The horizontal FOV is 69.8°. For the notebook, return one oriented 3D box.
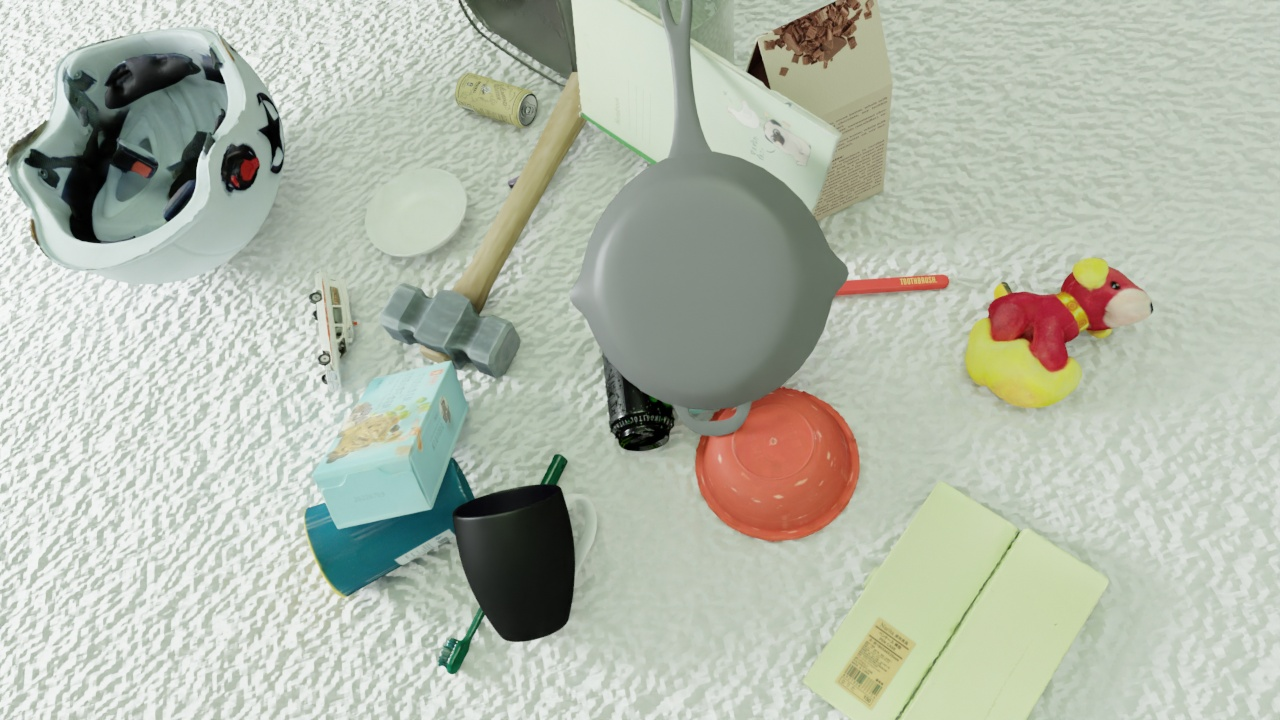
[{"bbox_3d":[0.043,-0.196,0.762,0.252,0.182,0.010,36,72,14],"label":"notebook"}]

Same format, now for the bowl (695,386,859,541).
[{"bbox_3d":[0.105,0.072,0.714,0.130,0.045,0.130,-5,62,9],"label":"bowl"}]

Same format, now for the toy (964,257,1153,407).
[{"bbox_3d":[0.316,-0.026,0.717,0.137,0.067,0.105,-38,59,6],"label":"toy"}]

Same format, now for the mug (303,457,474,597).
[{"bbox_3d":[-0.195,0.129,0.736,0.121,0.078,0.078,-24,61,-6],"label":"mug"}]

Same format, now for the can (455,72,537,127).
[{"bbox_3d":[-0.148,-0.268,0.945,0.079,0.038,0.038,22,70,21],"label":"can"}]

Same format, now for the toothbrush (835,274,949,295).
[{"bbox_3d":[0.154,-0.064,0.781,0.212,0.018,0.012,-3,58,7],"label":"toothbrush"}]

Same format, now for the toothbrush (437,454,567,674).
[{"bbox_3d":[-0.109,0.158,0.733,0.017,0.016,0.189,18,68,24],"label":"toothbrush"}]

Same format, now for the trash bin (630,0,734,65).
[{"bbox_3d":[0.027,-0.282,0.844,0.133,0.161,0.133,-5,62,9],"label":"trash bin"}]

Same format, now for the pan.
[{"bbox_3d":[0.037,-0.118,0.679,0.217,0.024,0.354,-4,96,20],"label":"pan"}]

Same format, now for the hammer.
[{"bbox_3d":[-0.116,-0.139,0.860,0.117,0.051,0.322,20,70,15],"label":"hammer"}]

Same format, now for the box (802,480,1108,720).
[{"bbox_3d":[0.220,0.190,0.645,0.137,0.024,0.187,34,75,27],"label":"box"}]

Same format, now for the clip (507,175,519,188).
[{"bbox_3d":[-0.106,-0.174,0.904,0.050,0.014,0.046,-11,62,8],"label":"clip"}]

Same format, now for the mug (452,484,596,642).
[{"bbox_3d":[-0.077,0.149,0.696,0.085,0.118,0.100,-6,97,46],"label":"mug"}]

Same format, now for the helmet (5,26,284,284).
[{"bbox_3d":[-0.455,-0.181,0.896,0.237,0.164,0.263,-5,69,14],"label":"helmet"}]

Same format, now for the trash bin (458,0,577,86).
[{"bbox_3d":[-0.064,-0.441,0.936,0.219,0.198,0.197,-42,61,-17],"label":"trash bin"}]

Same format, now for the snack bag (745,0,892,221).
[{"bbox_3d":[0.146,-0.207,0.755,0.094,0.206,0.069,-25,61,-2],"label":"snack bag"}]

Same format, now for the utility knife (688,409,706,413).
[{"bbox_3d":[0.065,-0.032,0.796,0.022,0.016,0.176,7,62,13],"label":"utility knife"}]

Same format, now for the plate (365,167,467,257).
[{"bbox_3d":[-0.216,-0.140,0.901,0.104,0.026,0.104,-5,62,10],"label":"plate"}]

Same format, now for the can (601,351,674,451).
[{"bbox_3d":[-0.005,0.005,0.767,0.054,0.054,0.137,-11,62,6],"label":"can"}]

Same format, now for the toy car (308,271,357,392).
[{"bbox_3d":[-0.284,-0.028,0.855,0.039,0.039,0.113,-9,61,-17],"label":"toy car"}]

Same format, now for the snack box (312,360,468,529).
[{"bbox_3d":[-0.191,0.061,0.728,0.075,0.053,0.174,-12,24,5],"label":"snack box"}]
